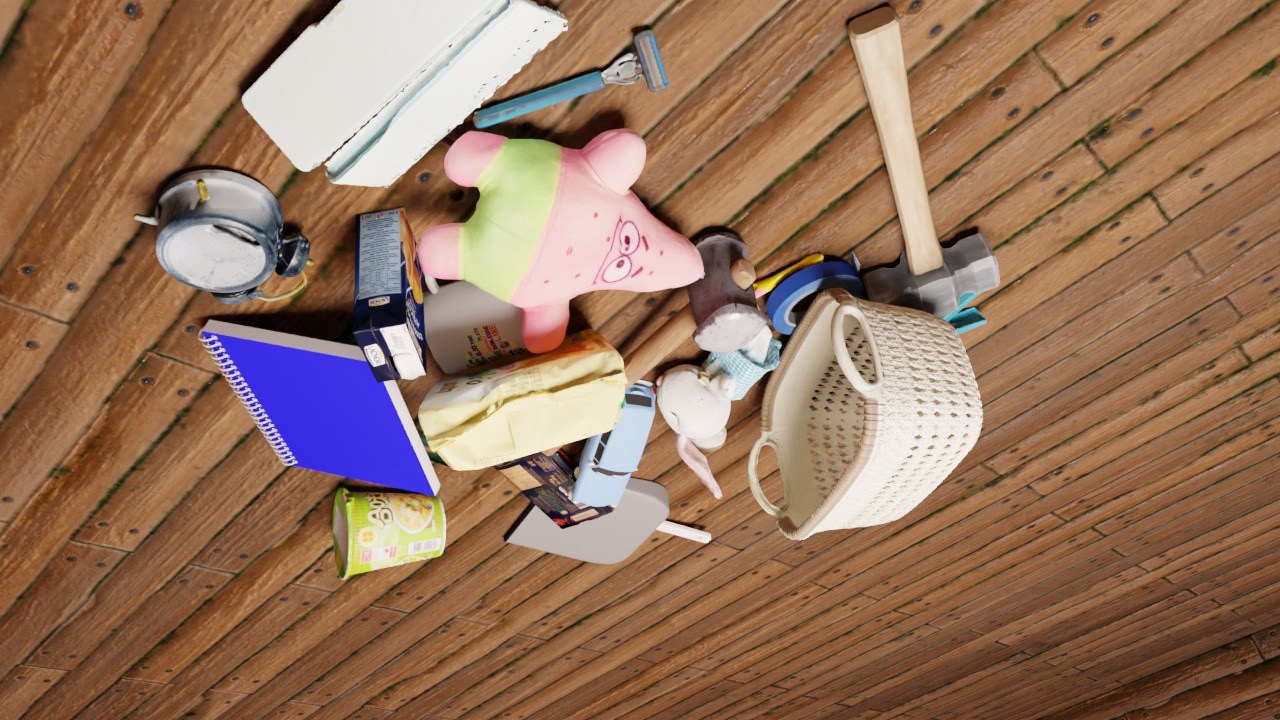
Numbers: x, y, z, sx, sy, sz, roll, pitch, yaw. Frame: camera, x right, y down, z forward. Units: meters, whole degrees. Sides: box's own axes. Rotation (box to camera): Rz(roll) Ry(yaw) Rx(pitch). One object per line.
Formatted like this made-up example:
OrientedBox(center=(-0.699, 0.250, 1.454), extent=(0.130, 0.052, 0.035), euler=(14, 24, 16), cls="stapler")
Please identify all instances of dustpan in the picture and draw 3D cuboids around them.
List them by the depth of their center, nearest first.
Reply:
OrientedBox(center=(-0.021, 0.205, 1.156), extent=(0.257, 0.033, 0.164), euler=(20, 132, -22), cls="dustpan")

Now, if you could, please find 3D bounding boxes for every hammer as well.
OrientedBox(center=(0.226, -0.151, 0.775), extent=(0.117, 0.051, 0.323), euler=(-19, 139, 12), cls="hammer")
OrientedBox(center=(-0.005, 0.005, 0.879), extent=(0.052, 0.098, 0.329), euler=(15, 141, -35), cls="hammer")

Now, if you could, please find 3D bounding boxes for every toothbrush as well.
OrientedBox(center=(0.109, -0.068, 0.863), extent=(0.135, 0.021, 0.016), euler=(-23, 138, 8), cls="toothbrush")

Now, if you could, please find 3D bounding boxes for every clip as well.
OrientedBox(center=(0.300, -0.025, 0.949), extent=(0.126, 0.028, 0.113), euler=(-25, 138, -5), cls="clip")

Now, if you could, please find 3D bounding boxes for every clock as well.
OrientedBox(center=(-0.308, -0.088, 0.696), extent=(0.090, 0.052, 0.129), euler=(-23, 145, 13), cls="clock")

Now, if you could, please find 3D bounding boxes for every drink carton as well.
OrientedBox(center=(-0.193, -0.052, 0.707), extent=(0.040, 0.129, 0.064), euler=(-11, 141, -3), cls="drink carton")

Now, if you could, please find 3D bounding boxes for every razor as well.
OrientedBox(center=(-0.053, -0.195, 0.662), extent=(0.144, 0.022, 0.042), euler=(-16, 105, 10), cls="razor")

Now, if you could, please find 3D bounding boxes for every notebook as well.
OrientedBox(center=(-0.287, 0.048, 0.837), extent=(0.172, 0.022, 0.209), euler=(10, 143, 12), cls="notebook")

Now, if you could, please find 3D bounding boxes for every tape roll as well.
OrientedBox(center=(0.166, -0.059, 0.877), extent=(0.093, 0.016, 0.091), euler=(-22, 151, 0), cls="tape roll")

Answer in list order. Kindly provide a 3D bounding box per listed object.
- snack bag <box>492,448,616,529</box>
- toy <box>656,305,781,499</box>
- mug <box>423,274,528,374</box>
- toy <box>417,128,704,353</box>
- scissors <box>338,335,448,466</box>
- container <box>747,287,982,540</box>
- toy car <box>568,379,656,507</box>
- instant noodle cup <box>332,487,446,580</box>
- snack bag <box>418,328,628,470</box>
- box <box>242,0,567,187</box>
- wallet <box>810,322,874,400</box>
OrientedBox(center=(-0.098, 0.144, 1.048), extent=(0.075, 0.018, 0.155), euler=(-22, 133, 18), cls="snack bag")
OrientedBox(center=(0.071, 0.028, 0.916), extent=(0.105, 0.130, 0.206), euler=(17, 125, -6), cls="toy")
OrientedBox(center=(-0.138, -0.049, 0.782), extent=(0.089, 0.073, 0.105), euler=(-17, 116, 5), cls="mug")
OrientedBox(center=(-0.047, -0.094, 0.719), extent=(0.236, 0.097, 0.192), euler=(11, 115, -31), cls="toy")
OrientedBox(center=(-0.230, 0.052, 0.846), extent=(0.204, 0.015, 0.202), euler=(31, 145, -17), cls="scissors")
OrientedBox(center=(0.204, 0.056, 0.865), extent=(0.142, 0.184, 0.247), euler=(2, 146, -12), cls="container")
OrientedBox(center=(-0.027, 0.092, 0.966), extent=(0.056, 0.055, 0.153), euler=(10, 111, -26), cls="toy car")
OrientedBox(center=(-0.277, 0.187, 1.013), extent=(0.107, 0.098, 0.099), euler=(1, 140, -29), cls="instant noodle cup")
OrientedBox(center=(-0.095, 0.030, 0.783), extent=(0.159, 0.247, 0.068), euler=(-18, 98, -5), cls="snack bag")
OrientedBox(center=(-0.158, -0.197, 0.613), extent=(0.198, 0.075, 0.125), euler=(-31, 158, 26), cls="box")
OrientedBox(center=(0.209, 0.001, 0.970), extent=(0.099, 0.031, 0.120), euler=(-12, 141, -6), cls="wallet")
